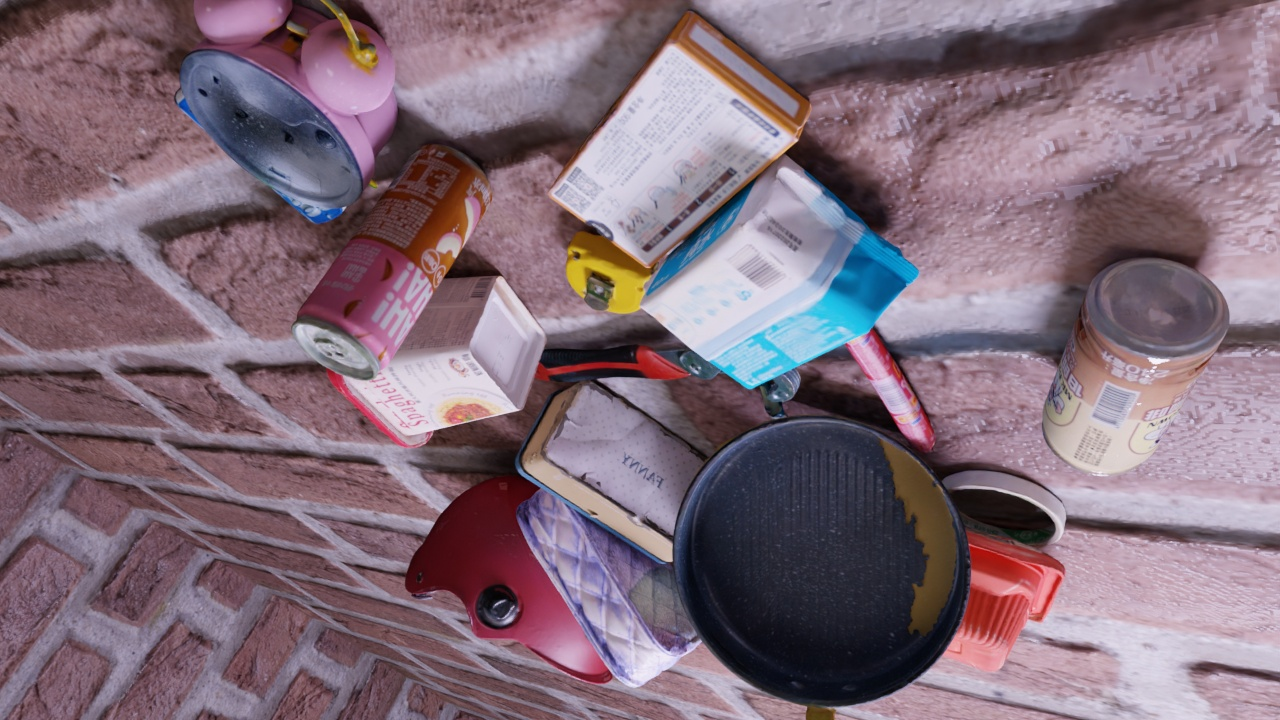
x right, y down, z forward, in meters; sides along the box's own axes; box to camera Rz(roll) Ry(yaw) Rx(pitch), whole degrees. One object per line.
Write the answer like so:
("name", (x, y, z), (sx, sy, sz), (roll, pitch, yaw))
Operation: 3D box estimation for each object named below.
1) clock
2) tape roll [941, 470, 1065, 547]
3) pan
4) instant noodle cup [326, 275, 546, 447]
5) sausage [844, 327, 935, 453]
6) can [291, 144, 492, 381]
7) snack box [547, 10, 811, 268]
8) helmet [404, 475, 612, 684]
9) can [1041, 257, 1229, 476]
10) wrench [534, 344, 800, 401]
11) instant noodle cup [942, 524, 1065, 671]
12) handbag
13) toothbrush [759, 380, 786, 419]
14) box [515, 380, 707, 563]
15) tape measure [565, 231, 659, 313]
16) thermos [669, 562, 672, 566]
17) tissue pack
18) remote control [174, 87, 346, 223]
("clock", (-0.197, -0.159, 0.526), (0.117, 0.059, 0.159), (29, 152, -3))
("tape roll", (0.252, 0.106, 0.647), (0.086, 0.013, 0.086), (19, 151, 11))
("pan", (0.119, 0.215, 0.615), (0.198, 0.357, 0.078), (-2, -178, 17))
("instant noodle cup", (-0.149, -0.006, 0.693), (0.124, 0.116, 0.116), (-7, 138, 27))
("sausage", (0.153, 0.012, 0.568), (0.020, 0.020, 0.156), (-3, 141, 41))
("can", (-0.145, -0.062, 0.551), (0.058, 0.147, 0.058), (19, 151, 11))
("snack box", (0.013, -0.106, 0.479), (0.075, 0.026, 0.154), (34, 149, -13))
("helmet", (-0.103, 0.204, 0.930), (0.240, 0.144, 0.207), (27, 180, 20))
("can", (0.238, 0.006, 0.451), (0.058, 0.058, 0.116), (14, 149, 20))
("wrench", (-0.004, 0.004, 0.665), (0.274, 0.016, 0.056), (1, 141, 45))
("instant noodle cup", (0.225, 0.175, 0.702), (0.165, 0.079, 0.189), (15, 160, 26))
("handbag", (-0.025, 0.186, 0.818), (0.194, 0.076, 0.134), (55, -162, 16))
("toothbrush", (0.096, 0.039, 0.659), (0.016, 0.018, 0.192), (7, 145, 32))
("box", (-0.016, 0.091, 0.761), (0.184, 0.089, 0.060), (36, 150, -13))
("tape measure", (-0.020, -0.053, 0.590), (0.060, 0.028, 0.057), (23, 151, 7))
("thermos", (0.068, 0.204, 0.885), (0.143, 0.092, 0.093), (12, 149, 39))
("tissue pack", (0.069, -0.044, 0.497), (0.090, 0.063, 0.140), (36, 148, -13))
("remote control", (-0.256, -0.145, 0.629), (0.049, 0.024, 0.125), (-7, 138, 45))
